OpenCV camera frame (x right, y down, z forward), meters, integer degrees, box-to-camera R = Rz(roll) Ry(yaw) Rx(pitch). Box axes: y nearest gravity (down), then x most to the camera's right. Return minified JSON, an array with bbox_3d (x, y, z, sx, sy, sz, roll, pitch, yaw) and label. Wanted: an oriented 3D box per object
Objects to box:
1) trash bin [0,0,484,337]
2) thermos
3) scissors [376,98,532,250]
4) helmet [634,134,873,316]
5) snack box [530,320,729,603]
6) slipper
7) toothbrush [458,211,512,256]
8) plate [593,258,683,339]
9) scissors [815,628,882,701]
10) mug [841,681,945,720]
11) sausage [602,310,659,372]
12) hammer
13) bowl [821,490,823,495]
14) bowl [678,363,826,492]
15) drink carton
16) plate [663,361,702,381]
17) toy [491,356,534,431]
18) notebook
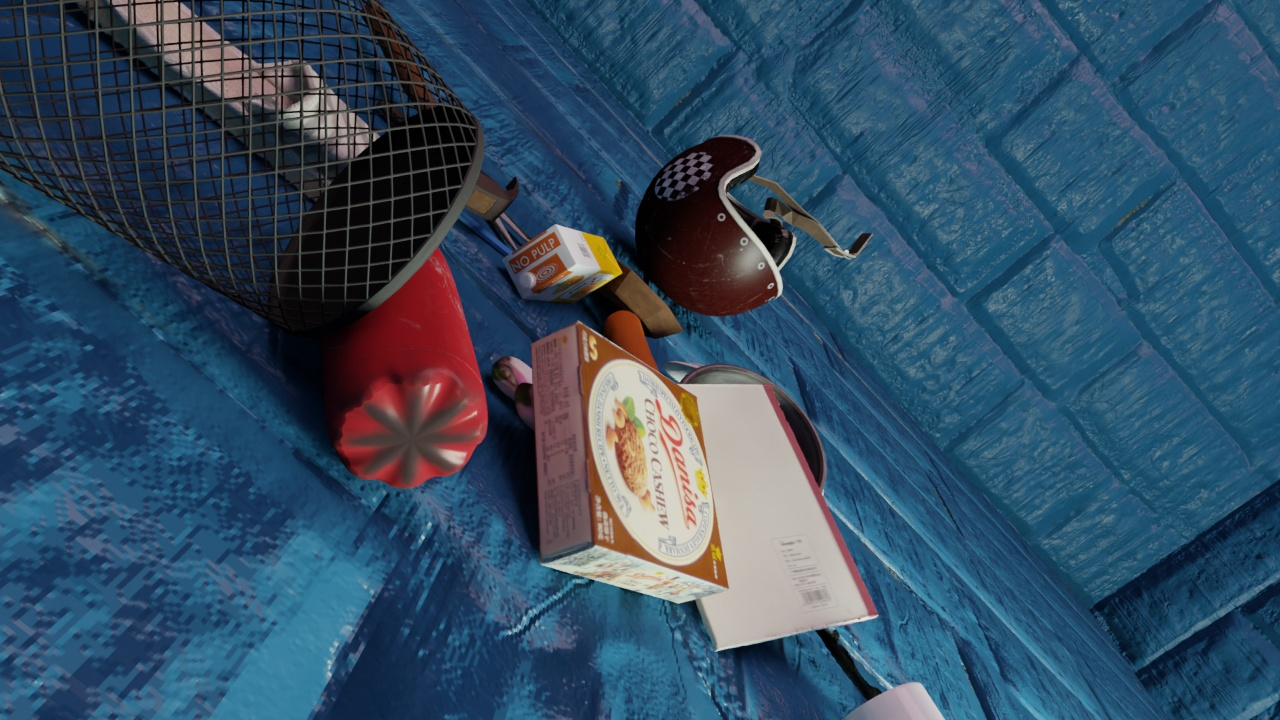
[{"bbox_3d":[-0.191,-0.127,0.400,0.210,0.184,0.184,43,15,-39],"label":"trash bin"},{"bbox_3d":[-0.138,-0.036,0.502,0.073,0.073,0.239,36,19,-39],"label":"thermos"},{"bbox_3d":[-0.175,-0.186,0.883,0.198,0.015,0.179,38,18,-33],"label":"scissors"},{"bbox_3d":[0.123,-0.178,1.236,0.234,0.253,0.233,29,-16,38],"label":"helmet"},{"bbox_3d":[-0.006,0.069,0.580,0.147,0.041,0.143,32,42,-48],"label":"snack box"},{"bbox_3d":[-0.237,-0.169,0.606,0.272,0.054,0.114,38,13,-30],"label":"slipper"},{"bbox_3d":[-0.147,-0.124,0.810,0.166,0.014,0.016,38,18,-34],"label":"toothbrush"},{"bbox_3d":[-0.016,-0.065,0.939,0.131,0.025,0.131,41,-7,6],"label":"plate"},{"bbox_3d":[0.152,0.208,0.772,0.201,0.015,0.205,54,10,31],"label":"scissors"},{"bbox_3d":[0.187,0.287,0.630,0.090,0.073,0.111,60,-7,36],"label":"mug"},{"bbox_3d":[-0.005,0.005,0.836,0.044,0.039,0.164,38,18,-33],"label":"sausage"},{"bbox_3d":[-0.203,-0.244,0.861,0.115,0.033,0.322,25,27,-52],"label":"hammer"},{"bbox_3d":[0.115,0.102,0.882,0.115,0.062,0.115,44,15,-16],"label":"bowl"},{"bbox_3d":[0.076,0.080,0.765,0.145,0.067,0.144,18,46,-20],"label":"bowl"},{"bbox_3d":[-0.069,-0.085,0.830,0.040,0.059,0.122,62,17,7],"label":"drink carton"},{"bbox_3d":[0.086,0.029,0.946,0.134,0.011,0.135,25,-10,5],"label":"plate"},{"bbox_3d":[-0.048,0.045,0.620,0.122,0.038,0.079,39,11,-26],"label":"toy"},{"bbox_3d":[0.080,0.105,0.687,0.152,0.012,0.208,1,54,-33],"label":"notebook"}]
